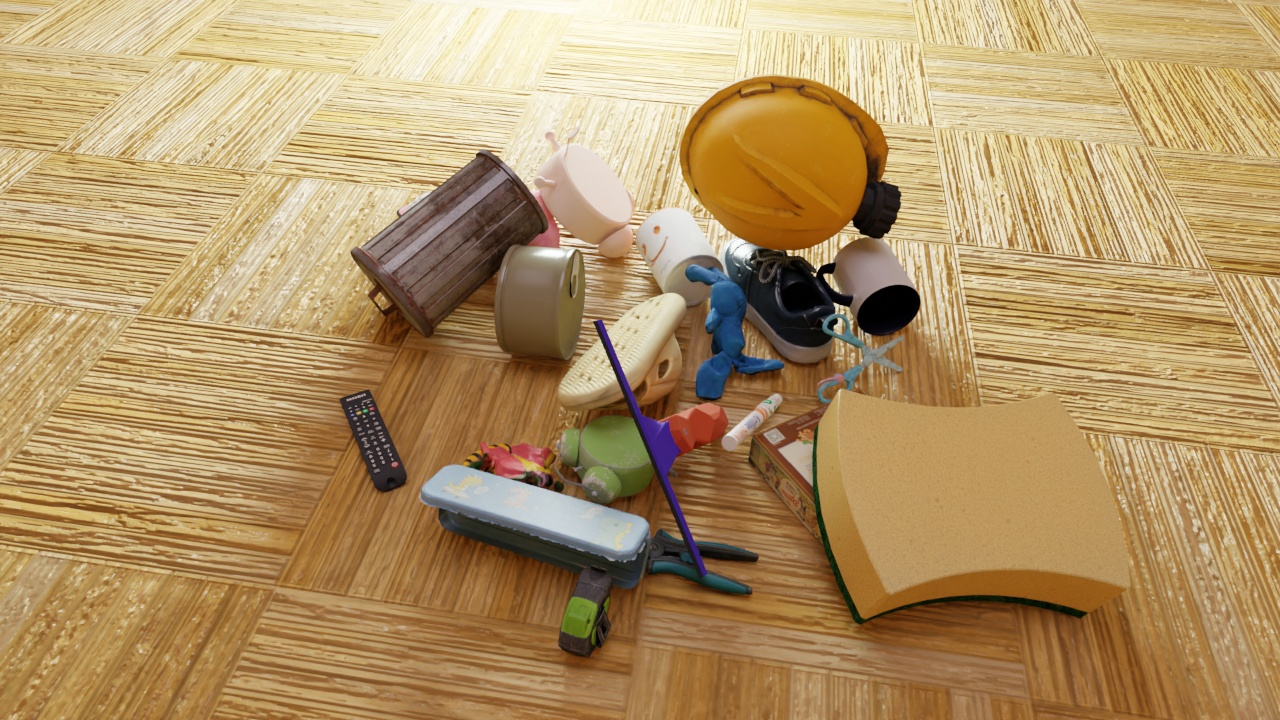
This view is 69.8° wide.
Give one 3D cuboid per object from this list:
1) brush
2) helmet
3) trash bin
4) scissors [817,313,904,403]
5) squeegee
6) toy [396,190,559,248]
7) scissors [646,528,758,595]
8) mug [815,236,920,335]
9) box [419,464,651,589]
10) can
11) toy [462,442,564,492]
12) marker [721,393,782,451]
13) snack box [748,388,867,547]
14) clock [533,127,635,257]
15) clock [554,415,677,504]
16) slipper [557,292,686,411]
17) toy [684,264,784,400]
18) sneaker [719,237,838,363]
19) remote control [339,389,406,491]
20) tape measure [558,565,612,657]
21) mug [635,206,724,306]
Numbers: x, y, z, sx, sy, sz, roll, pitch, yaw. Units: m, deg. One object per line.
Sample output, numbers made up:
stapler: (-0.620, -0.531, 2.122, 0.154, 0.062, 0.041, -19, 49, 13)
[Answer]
brush: (0.290, 0.129, 0.832, 0.250, 0.075, 0.194, 1, 56, -10)
helmet: (0.173, -0.202, 1.056, 0.255, 0.206, 0.131, 15, 37, -14)
trash bin: (-0.226, -0.132, 1.070, 0.211, 0.131, 0.131, -43, 56, -13)
scissors: (0.243, -0.014, 1.027, 0.138, 0.120, 0.015, -31, 20, -26)
squeegee: (0.051, 0.068, 0.904, 0.055, 0.249, 0.184, -25, -5, 20)
toy: (-0.213, -0.176, 1.192, 0.213, 0.084, 0.141, -3, 47, -6)
scissors: (0.039, 0.187, 0.853, 0.130, 0.019, 0.149, -20, 48, -23)
mug: (0.268, -0.091, 1.112, 0.112, 0.079, 0.096, 1, 42, -14)
box: (-0.098, 0.154, 0.825, 0.210, 0.072, 0.078, 14, 12, 13)
can: (-0.112, -0.067, 1.045, 0.073, 0.128, 0.127, 6, 43, 8)
toy: (-0.126, 0.106, 0.914, 0.103, 0.046, 0.084, 15, 26, 26)
marker: (0.118, 0.062, 0.953, 0.017, 0.017, 0.145, 22, 24, 20)
snack box: (0.209, 0.109, 0.924, 0.143, 0.041, 0.147, -20, 47, -22)
clock: (-0.063, -0.222, 1.202, 0.086, 0.160, 0.130, -28, 35, 26)
clock: (-0.030, 0.097, 0.920, 0.119, 0.043, 0.094, -17, 44, -31)
slipper: (-0.006, 0.006, 1.008, 0.111, 0.079, 0.260, -16, 20, 27)
toy: (0.101, -0.040, 1.052, 0.112, 0.071, 0.176, 6, 61, -33)
sneaker: (0.165, -0.094, 1.109, 0.089, 0.087, 0.235, -15, 45, -18)
remote control: (-0.282, 0.080, 0.962, 0.033, 0.015, 0.146, -19, 46, -21)
tape measure: (-0.044, 0.220, 0.784, 0.036, 0.059, 0.065, 13, 42, 12)
mug: (0.049, -0.130, 1.151, 0.082, 0.082, 0.105, -12, 46, -15)
